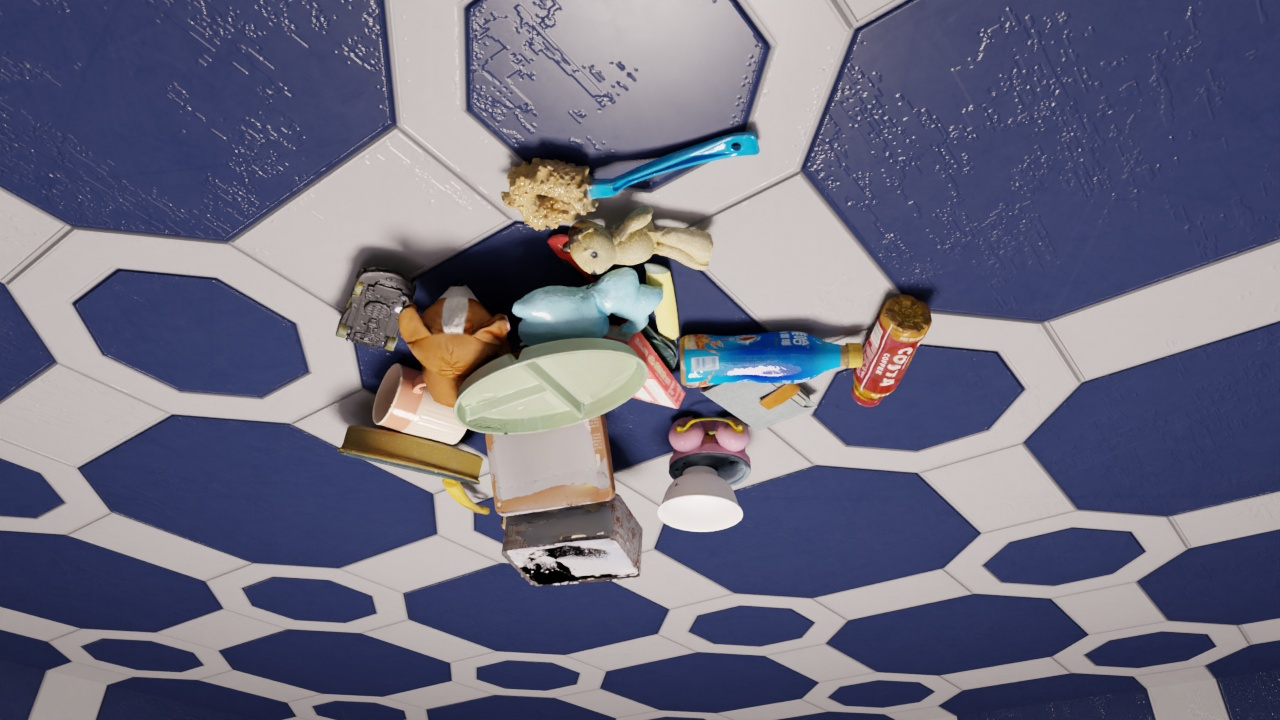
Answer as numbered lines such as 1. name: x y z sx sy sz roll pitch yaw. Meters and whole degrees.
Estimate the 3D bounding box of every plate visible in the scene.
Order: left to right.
1. plate: -0.104 0.031 1.065 0.230 0.027 0.230 -14 158 -6

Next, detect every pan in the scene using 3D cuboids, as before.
1. pan: -0.297 0.170 1.343 0.198 0.078 0.357 9 168 19

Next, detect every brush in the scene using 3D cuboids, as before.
1. brush: -0.012 -0.181 0.889 0.255 0.045 0.083 -12 139 12

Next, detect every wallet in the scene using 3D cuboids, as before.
1. wallet: 0.158 0.048 1.211 0.107 0.036 0.129 -24 138 33

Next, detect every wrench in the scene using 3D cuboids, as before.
1. wrench: -0.025 -0.061 1.069 0.056 0.016 0.273 -2 148 31

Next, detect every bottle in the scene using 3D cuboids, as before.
1. bottle: 0.157 -0.004 1.113 0.219 0.065 0.065 -3 145 3
2. bottle: 0.297 -0.005 1.111 0.057 0.057 0.175 3 145 -3

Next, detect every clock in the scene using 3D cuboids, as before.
1. clock: 0.098 0.124 1.303 0.117 0.059 0.159 -1 147 4

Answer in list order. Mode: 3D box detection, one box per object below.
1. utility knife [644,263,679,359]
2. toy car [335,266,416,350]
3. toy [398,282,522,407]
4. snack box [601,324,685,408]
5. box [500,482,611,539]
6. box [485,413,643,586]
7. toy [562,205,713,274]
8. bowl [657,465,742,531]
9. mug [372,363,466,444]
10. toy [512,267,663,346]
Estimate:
1. utility knife: 0.028 -0.051 1.085 0.031 0.021 0.205 1 143 8
2. toy car: -0.303 -0.061 1.059 0.070 0.042 0.159 17 143 -22
3. toy: -0.206 -0.022 1.053 0.140 0.130 0.200 -2 166 -3
4. snack box: -0.007 0.007 1.138 0.075 0.025 0.153 12 155 35
5. box: -0.132 0.228 1.429 0.168 0.091 0.076 -10 147 15
6. box: -0.110 0.206 1.296 0.180 0.134 0.271 -10 112 15
7. toy: 0.000 -0.117 0.951 0.157 0.066 0.105 2 166 -18
8. bowl: 0.083 0.187 1.284 0.118 0.064 0.118 2 147 1
9. mug: -0.273 0.052 1.186 0.105 0.081 0.115 22 143 -30
10. toy: -0.063 -0.051 1.012 0.156 0.049 0.161 -40 141 19
